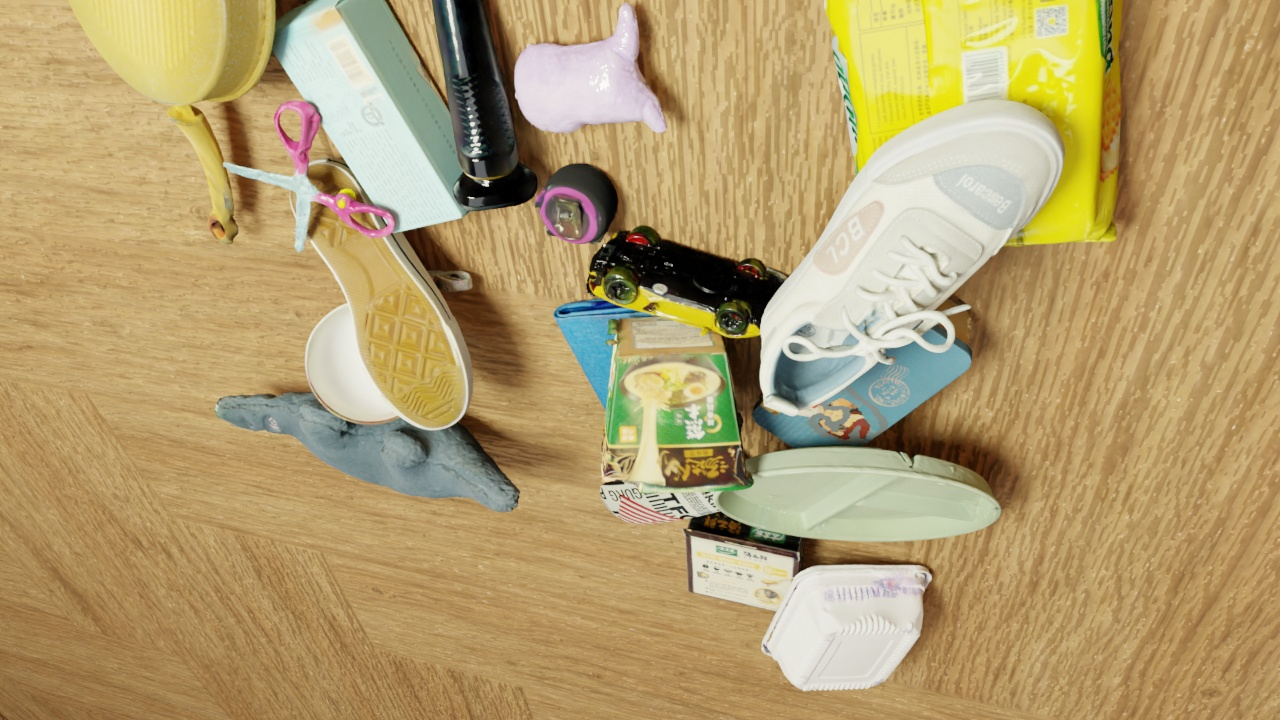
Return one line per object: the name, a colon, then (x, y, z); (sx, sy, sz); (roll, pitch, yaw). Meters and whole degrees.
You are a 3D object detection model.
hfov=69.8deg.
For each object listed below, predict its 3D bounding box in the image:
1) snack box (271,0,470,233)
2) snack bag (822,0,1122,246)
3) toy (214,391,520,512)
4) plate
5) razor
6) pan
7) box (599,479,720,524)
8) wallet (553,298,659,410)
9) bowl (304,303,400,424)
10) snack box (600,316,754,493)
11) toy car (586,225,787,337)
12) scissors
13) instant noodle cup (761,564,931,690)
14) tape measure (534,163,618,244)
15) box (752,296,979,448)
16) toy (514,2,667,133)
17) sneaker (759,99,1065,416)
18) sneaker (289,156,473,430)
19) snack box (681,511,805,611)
snack box: (-0.188, -0.180, 0.673); (0.074, 0.051, 0.175); (-5, 129, 31)
snack bag: (0.188, -0.160, 0.517); (0.158, 0.068, 0.247); (-1, 130, 24)
toy: (-0.254, 0.083, 0.907); (0.357, 0.137, 0.091); (14, 93, 19)
plate: (0.175, 0.113, 0.758); (0.230, 0.027, 0.230); (6, 157, 2)
razor: (-0.114, -0.187, 0.637); (0.062, 0.067, 0.168); (-10, 123, -4)
pan: (-0.337, -0.220, 0.675); (0.198, 0.078, 0.358); (35, 132, 16)
box: (0.029, 0.124, 0.871); (0.165, 0.060, 0.072); (-23, 136, 38)
wallet: (-0.005, 0.005, 0.785); (0.107, 0.040, 0.133); (-2, 132, 31)
bowl: (-0.248, 0.000, 0.853); (0.113, 0.113, 0.062); (32, 178, -9)
snack box: (0.026, 0.026, 0.698); (0.117, 0.118, 0.106); (-2, 115, -1)
toy car: (0.035, -0.054, 0.684); (0.156, 0.071, 0.041); (16, 135, 8)
scissors: (-0.248, -0.132, 0.689); (0.133, 0.017, 0.134); (16, 131, -3)
instant noodle cup: (0.203, 0.269, 0.900); (0.138, 0.060, 0.174); (1, 136, -9)
tape measure: (-0.047, -0.115, 0.684); (0.057, 0.039, 0.058); (12, 135, 13)
box: (0.167, 0.002, 0.689); (0.090, 0.062, 0.185); (30, 138, -8)
toy: (-0.040, -0.187, 0.612); (0.108, 0.038, 0.084); (2, 121, 30)
sneaker: (0.140, -0.045, 0.534); (0.089, 0.090, 0.243); (29, 140, -9)
sneaker: (-0.206, -0.059, 0.776); (0.118, 0.087, 0.241); (-24, 100, 13)
snack box: (0.103, 0.195, 0.909); (0.113, 0.053, 0.126); (9, 135, 15)
